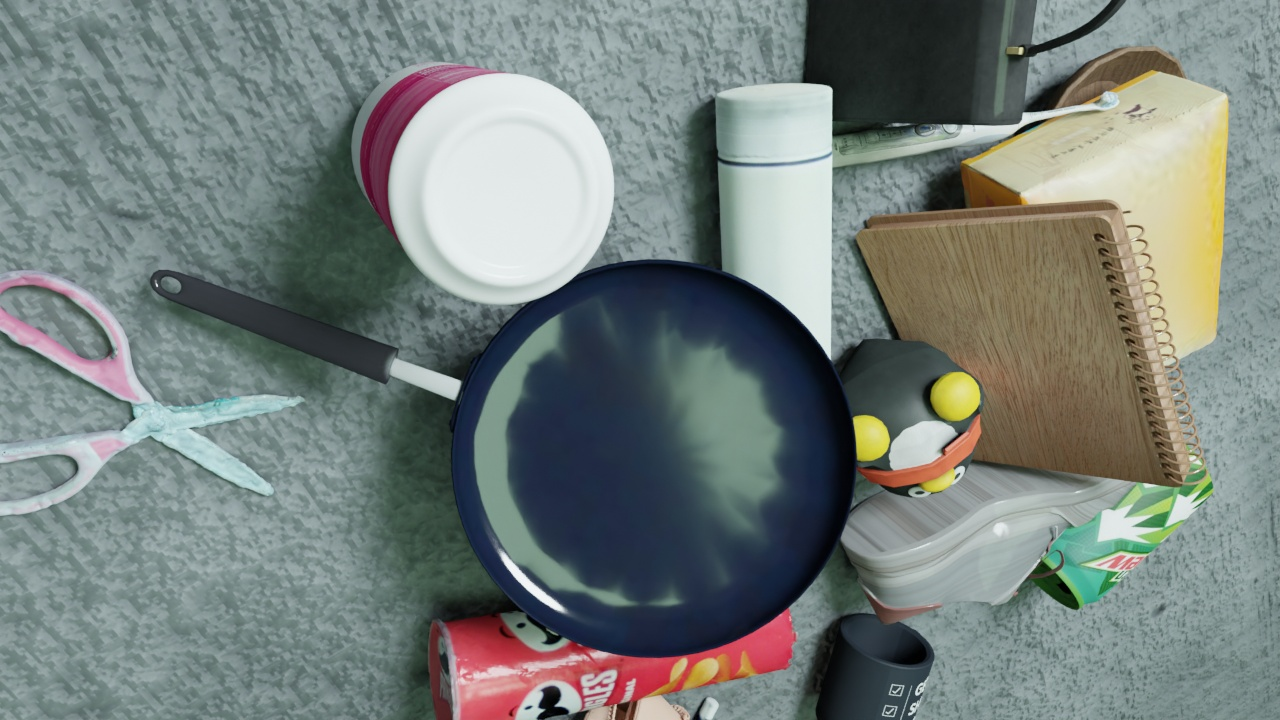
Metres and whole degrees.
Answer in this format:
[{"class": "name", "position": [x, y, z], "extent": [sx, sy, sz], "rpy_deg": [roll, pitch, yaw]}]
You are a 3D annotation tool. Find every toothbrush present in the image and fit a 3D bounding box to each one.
[{"class": "toothbrush", "position": [0.013, 0.336, 0.696], "extent": [0.017, 0.012, 0.187], "rpy_deg": [22, 99, -25]}, {"class": "toothbrush", "position": [0.202, -0.142, 0.564], "extent": [0.185, 0.022, 0.024], "rpy_deg": [-9, 153, 0]}]

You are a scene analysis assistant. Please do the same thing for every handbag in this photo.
[{"class": "handbag", "position": [-0.033, 0.314, 0.654], "extent": [0.188, 0.116, 0.199], "rpy_deg": [-25, 114, 32]}, {"class": "handbag", "position": [0.168, -0.205, 0.457], "extent": [0.072, 0.196, 0.176], "rpy_deg": [-8, 112, -21]}]

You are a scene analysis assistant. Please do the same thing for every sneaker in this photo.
[{"class": "sneaker", "position": [0.263, 0.129, 0.681], "extent": [0.236, 0.099, 0.089], "rpy_deg": [-18, 114, -9]}]

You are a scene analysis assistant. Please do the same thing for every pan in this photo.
[{"class": "pan", "position": [-0.067, 0.022, 0.452], "extent": [0.356, 0.021, 0.199], "rpy_deg": [20, 97, -3]}]

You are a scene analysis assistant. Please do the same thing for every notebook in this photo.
[{"class": "notebook", "position": [0.248, -0.007, 0.584], "extent": [0.022, 0.169, 0.210], "rpy_deg": [-49, 122, -27]}]

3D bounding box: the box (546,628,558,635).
[{"class": "box", "position": [-0.002, 0.080, 0.501], "extent": [0.143, 0.101, 0.194], "rpy_deg": [-17, 131, -1]}]

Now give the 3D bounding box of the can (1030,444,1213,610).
[{"class": "can", "position": [0.369, 0.122, 0.729], "extent": [0.144, 0.083, 0.083], "rpy_deg": [-41, 119, -5]}]

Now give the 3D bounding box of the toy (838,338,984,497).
[{"class": "toy", "position": [0.179, 0.045, 0.613], "extent": [0.097, 0.099, 0.119], "rpy_deg": [-27, 126, 10]}]

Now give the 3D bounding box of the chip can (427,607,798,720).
[{"class": "chip can", "position": [-0.015, 0.187, 0.596], "extent": [0.232, 0.073, 0.073], "rpy_deg": [-3, 110, -23]}]

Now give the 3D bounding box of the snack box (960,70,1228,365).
[{"class": "snack box", "position": [0.307, -0.065, 0.610], "extent": [0.145, 0.080, 0.195], "rpy_deg": [-26, 125, -3]}]

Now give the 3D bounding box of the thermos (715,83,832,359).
[{"class": "thermos", "position": [0.082, -0.047, 0.554], "extent": [0.067, 0.068, 0.230], "rpy_deg": [-12, 113, -19]}]

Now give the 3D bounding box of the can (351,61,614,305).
[{"class": "can", "position": [-0.078, -0.086, 0.412], "extent": [0.088, 0.166, 0.088], "rpy_deg": [-8, 112, -21]}]

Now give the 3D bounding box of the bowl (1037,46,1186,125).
[{"class": "bowl", "position": [0.312, -0.157, 0.625], "extent": [0.117, 0.030, 0.118], "rpy_deg": [-9, 123, -14]}]

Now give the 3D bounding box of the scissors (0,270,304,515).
[{"class": "scissors", "position": [-0.270, 0.038, 0.466], "extent": [0.158, 0.014, 0.172], "rpy_deg": [-48, 123, -2]}]

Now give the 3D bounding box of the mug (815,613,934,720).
[{"class": "mug", "position": [0.188, 0.244, 0.712], "extent": [0.104, 0.071, 0.077], "rpy_deg": [-7, 114, -50]}]
